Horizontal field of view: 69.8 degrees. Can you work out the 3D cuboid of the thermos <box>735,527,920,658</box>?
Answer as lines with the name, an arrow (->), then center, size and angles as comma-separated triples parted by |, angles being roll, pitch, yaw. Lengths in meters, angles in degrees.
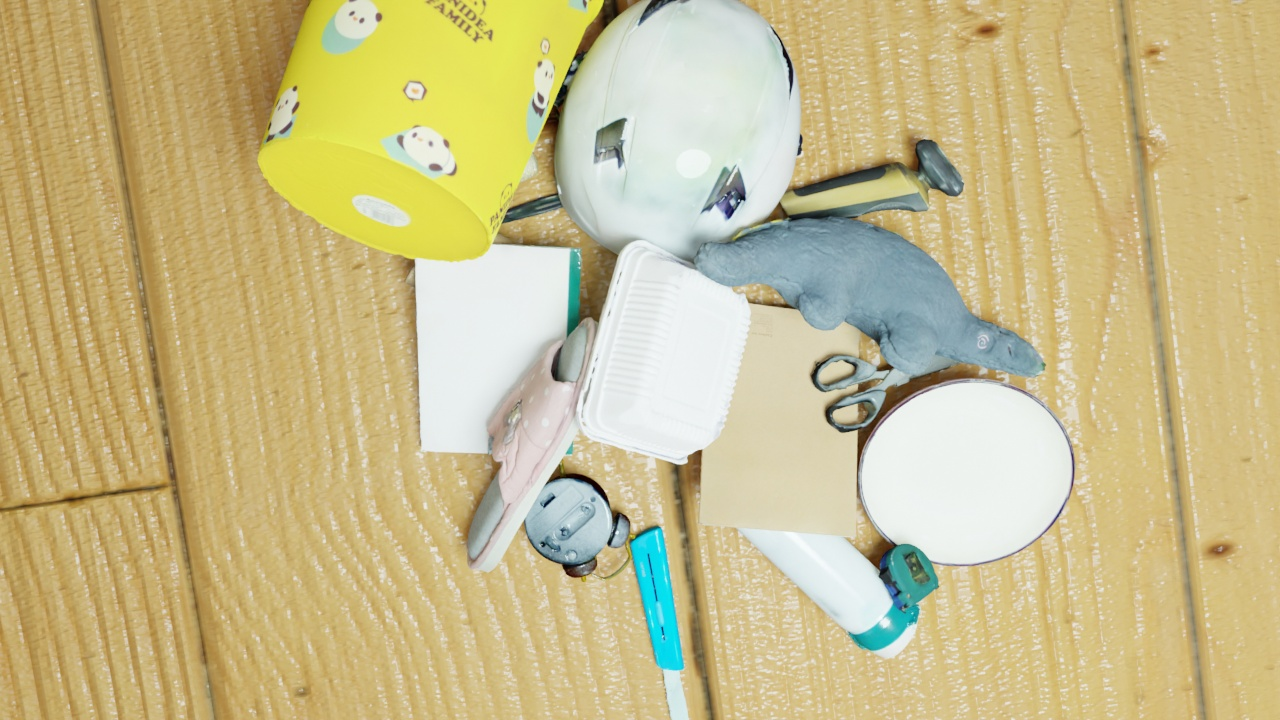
thermos -> 0.167, 0.191, 0.872 | 0.224, 0.073, 0.073 | 44, 93, -1

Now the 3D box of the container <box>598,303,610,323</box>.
container -> -0.005, 0.005, 0.856 | 0.090, 0.090, 0.111 | 11, 90, 0

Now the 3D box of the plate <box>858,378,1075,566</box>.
plate -> 0.300, 0.101, 0.859 | 0.192, 0.039, 0.193 | 2, 111, 6

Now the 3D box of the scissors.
scissors -> 0.247, 0.021, 0.866 | 0.173, 0.014, 0.142 | 18, 75, -8

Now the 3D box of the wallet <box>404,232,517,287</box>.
wallet -> -0.149, -0.080, 0.858 | 0.115, 0.033, 0.090 | 29, 110, -19

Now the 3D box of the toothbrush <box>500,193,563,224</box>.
toothbrush -> -0.152, -0.134, 0.888 | 0.181, 0.018, 0.015 | -16, 89, 1

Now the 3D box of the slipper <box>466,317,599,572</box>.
slipper -> -0.108, 0.076, 0.831 | 0.054, 0.114, 0.275 | 21, 114, -18

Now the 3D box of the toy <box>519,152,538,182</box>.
toy -> -0.171, -0.171, 0.867 | 0.157, 0.066, 0.105 | -27, 107, -5

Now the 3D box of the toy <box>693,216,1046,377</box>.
toy -> 0.205, -0.064, 0.825 | 0.356, 0.137, 0.092 | 18, 128, -16

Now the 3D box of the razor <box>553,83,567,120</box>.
razor -> -0.059, -0.198, 0.879 | 0.043, 0.022, 0.142 | -10, 93, 3

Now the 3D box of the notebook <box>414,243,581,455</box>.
notebook -> -0.134, -0.007, 0.861 | 0.150, 0.012, 0.209 | 2, 110, -4

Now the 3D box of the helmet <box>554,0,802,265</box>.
helmet -> 0.040, -0.210, 0.802 | 0.229, 0.146, 0.258 | 23, 92, -7

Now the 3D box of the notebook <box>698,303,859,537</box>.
notebook -> 0.131, 0.051, 0.849 | 0.149, 0.012, 0.211 | 6, 77, -10

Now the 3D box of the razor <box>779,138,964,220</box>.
razor -> 0.214, -0.163, 0.861 | 0.167, 0.062, 0.068 | -11, 124, 7

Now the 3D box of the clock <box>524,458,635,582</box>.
clock -> -0.059, 0.159, 0.880 | 0.082, 0.055, 0.122 | -42, 92, 2

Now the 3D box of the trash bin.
trash bin -> -0.169, -0.233, 0.739 | 0.229, 0.230, 0.254 | 15, 72, 0

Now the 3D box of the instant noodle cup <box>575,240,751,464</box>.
instant noodle cup -> 0.030, -0.004, 0.775 | 0.138, 0.060, 0.173 | 20, 80, -38

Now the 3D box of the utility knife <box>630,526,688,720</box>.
utility knife -> 0.023, 0.264, 0.902 | 0.034, 0.018, 0.202 | -11, 94, 1

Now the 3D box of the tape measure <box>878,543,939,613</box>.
tape measure -> 0.249, 0.198, 0.850 | 0.058, 0.025, 0.054 | -19, 74, -39
